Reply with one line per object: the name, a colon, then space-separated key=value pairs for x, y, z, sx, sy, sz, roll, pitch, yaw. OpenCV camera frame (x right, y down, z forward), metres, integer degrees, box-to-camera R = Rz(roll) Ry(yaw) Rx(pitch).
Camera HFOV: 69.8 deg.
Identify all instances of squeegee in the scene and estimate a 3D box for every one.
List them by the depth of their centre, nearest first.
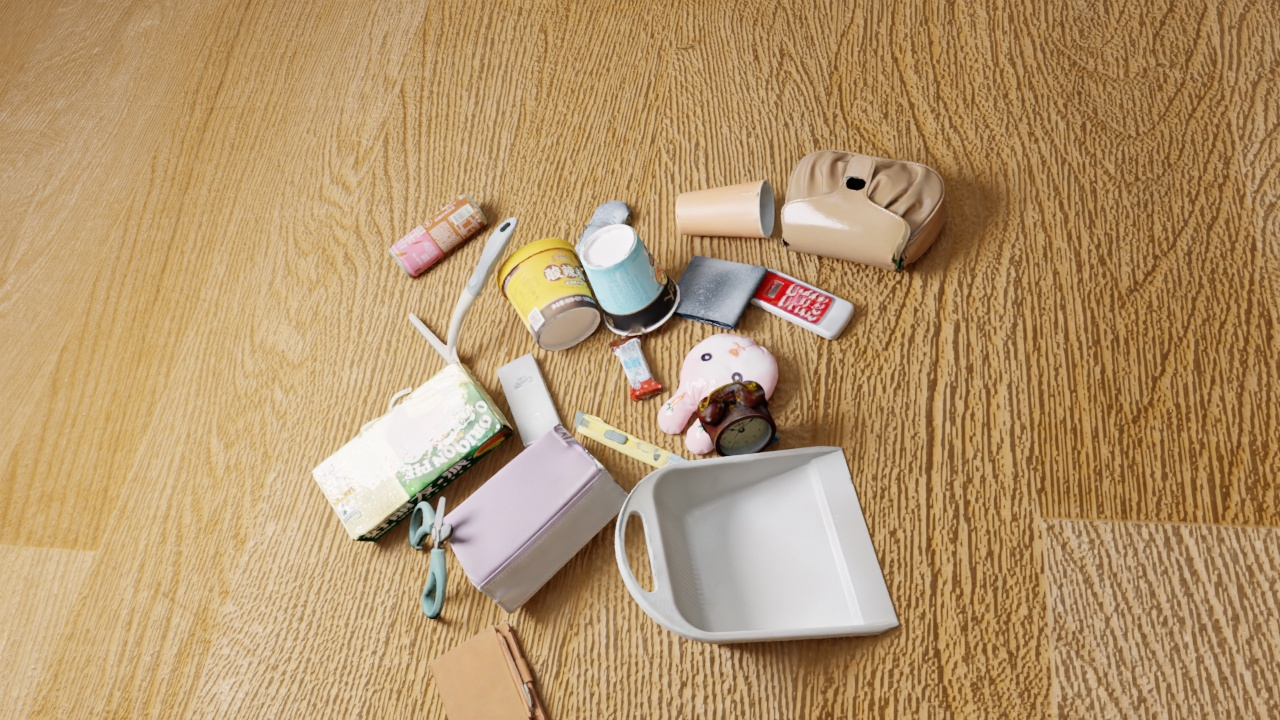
squeegee: x=-0.223 y=-0.084 z=1.228 sx=0.246 sy=0.039 sz=0.247 roll=44 pitch=119 yaw=31

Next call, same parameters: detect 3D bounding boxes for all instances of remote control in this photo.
remote control: x=0.205 y=-0.074 z=1.181 sx=0.136 sy=0.020 sz=0.055 roll=29 pitch=73 yaw=29
remote control: x=-0.147 y=0.054 z=1.221 sx=0.056 sy=0.019 sz=0.135 roll=-27 pitch=57 yaw=1

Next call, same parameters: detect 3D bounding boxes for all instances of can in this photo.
can: x=-0.305 y=-0.188 z=1.386 sx=0.147 sy=0.058 sz=0.058 roll=-37 pitch=57 yaw=-5

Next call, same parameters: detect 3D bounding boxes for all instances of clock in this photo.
clock: x=0.109 y=0.063 z=1.050 sx=0.082 sy=0.122 sz=0.055 roll=-22 pitch=45 yaw=3

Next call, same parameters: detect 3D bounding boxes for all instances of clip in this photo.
clip: x=-0.337 y=0.071 z=1.245 sx=0.104 sy=0.089 sz=0.035 roll=-17 pitch=57 yaw=-5

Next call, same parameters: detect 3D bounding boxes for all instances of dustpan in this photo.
dustpan: x=0.114 y=0.197 z=0.987 sx=0.258 sy=0.143 sz=0.222 roll=-18 pitch=58 yaw=9

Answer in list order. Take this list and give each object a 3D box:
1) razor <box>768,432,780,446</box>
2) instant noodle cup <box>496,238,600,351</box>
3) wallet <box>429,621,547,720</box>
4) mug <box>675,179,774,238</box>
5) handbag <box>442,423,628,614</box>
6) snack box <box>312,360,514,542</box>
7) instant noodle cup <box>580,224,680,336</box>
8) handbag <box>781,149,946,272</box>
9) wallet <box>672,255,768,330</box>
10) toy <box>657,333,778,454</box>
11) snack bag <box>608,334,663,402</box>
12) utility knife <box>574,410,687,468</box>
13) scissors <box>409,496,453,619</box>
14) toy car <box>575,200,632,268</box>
razor: x=0.100 y=0.122 z=1.102 sx=0.142 sy=0.022 sz=0.042 roll=-35 pitch=57 yaw=-6
instant noodle cup: x=-0.119 y=-0.085 z=1.239 sx=0.118 sy=0.118 sz=0.114 roll=-29 pitch=64 yaw=0
wallet: x=-0.174 y=0.377 z=1.042 sx=0.108 sy=0.031 sz=0.131 roll=-32 pitch=58 yaw=2
mug: x=0.115 y=-0.203 z=1.254 sx=0.123 sy=0.078 sz=0.078 roll=0 pitch=62 yaw=24
handbag: x=-0.128 y=0.183 z=1.097 sx=0.197 sy=0.098 sz=0.145 roll=-42 pitch=42 yaw=-7
snack box: x=-0.292 y=0.118 z=1.181 sx=0.240 sy=0.063 sz=0.114 roll=-38 pitch=74 yaw=-1
instant noodle cup: x=-0.020 y=-0.110 z=1.202 sx=0.111 sy=0.120 sz=0.111 roll=-14 pitch=48 yaw=16
handbag: x=0.281 y=-0.197 z=1.178 sx=0.205 sy=0.100 sz=0.147 roll=16 pitch=71 yaw=29
wallet: x=0.098 y=-0.093 z=1.217 sx=0.121 sy=0.019 sz=0.097 roll=16 pitch=66 yaw=38
toy: x=0.095 y=0.038 z=1.137 sx=0.121 sy=0.054 sz=0.159 roll=34 pitch=84 yaw=30
snack bag: x=-0.007 y=0.007 z=1.199 sx=0.045 sy=0.026 sz=0.105 roll=-24 pitch=57 yaw=3
utility knife: x=-0.014 y=0.104 z=1.157 sx=0.175 sy=0.019 sz=0.031 roll=22 pitch=76 yaw=22
scissors: x=-0.256 y=0.216 z=1.112 sx=0.019 sy=0.175 sz=0.176 roll=-2 pitch=29 yaw=-27
toy car: x=-0.055 y=-0.181 z=1.316 sx=0.054 sy=0.037 sz=0.120 roll=15 pitch=64 yaw=25
